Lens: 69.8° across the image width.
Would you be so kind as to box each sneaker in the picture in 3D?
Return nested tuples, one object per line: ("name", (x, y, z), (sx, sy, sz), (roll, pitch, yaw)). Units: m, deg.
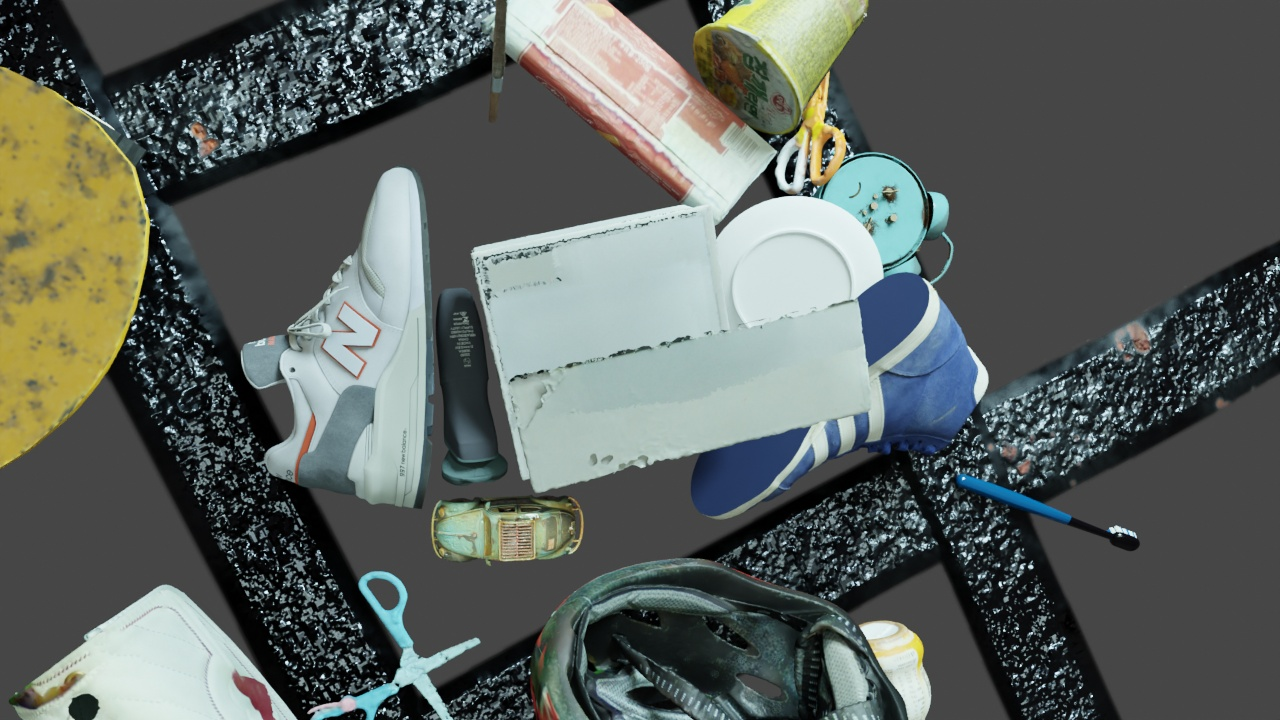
("sneaker", (-0.206, -0.013, 0.629), (0.124, 0.089, 0.240), (-2, 94, -12))
("sneaker", (0.157, 0.051, 0.699), (0.118, 0.091, 0.233), (34, 104, -35))

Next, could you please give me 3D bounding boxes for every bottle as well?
("bottle", (0.192, 0.260, 0.707), (0.063, 0.063, 0.108), (-10, 91, -9))

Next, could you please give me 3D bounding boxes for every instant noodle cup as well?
("instant noodle cup", (0.109, -0.240, 0.677), (0.102, 0.102, 0.108), (43, 77, -7))

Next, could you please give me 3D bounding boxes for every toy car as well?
("toy car", (-0.096, 0.125, 0.668), (0.112, 0.047, 0.047), (-1, 94, -9))

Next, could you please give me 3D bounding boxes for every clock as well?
("clock", (0.186, -0.105, 0.710), (0.124, 0.053, 0.090), (34, 86, -8))

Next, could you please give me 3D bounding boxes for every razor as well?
("razor", (-0.127, 0.018, 0.664), (0.047, 0.052, 0.143), (-5, 87, -23))

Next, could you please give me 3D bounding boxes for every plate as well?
("plate", (0.114, -0.055, 0.690), (0.134, 0.011, 0.135), (2, 111, 5))

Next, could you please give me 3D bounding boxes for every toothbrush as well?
("toothbrush", (0.335, 0.124, 0.754), (0.167, 0.014, 0.014), (20, 121, -6))

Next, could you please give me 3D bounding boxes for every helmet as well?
("helmet", (-0.410, -0.044, 0.574), (0.205, 0.131, 0.255), (32, 85, -9))
("helmet", (0.050, 0.246, 0.619), (0.272, 0.217, 0.167), (19, 121, -10))

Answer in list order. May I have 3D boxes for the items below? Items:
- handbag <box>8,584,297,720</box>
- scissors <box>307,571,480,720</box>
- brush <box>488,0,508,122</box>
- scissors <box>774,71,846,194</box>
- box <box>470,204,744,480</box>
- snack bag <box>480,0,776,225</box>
("handbag", (-0.289, 0.250, 0.592), (0.096, 0.142, 0.198), (-37, 97, -10))
("scissors", (-0.188, 0.221, 0.674), (0.135, 0.015, 0.135), (-24, 97, -14))
("brush", (-0.097, -0.189, 0.618), (0.008, 0.143, 0.045), (3, 81, -11))
("scissors", (0.130, -0.188, 0.710), (0.013, 0.070, 0.130), (21, 65, -35))
("box", (-0.048, -0.018, 0.798), (0.168, 0.404, 0.171), (-13, 93, -10))
("snack bag", (-0.007, -0.199, 0.686), (0.225, 0.041, 0.077), (39, 84, -6))
